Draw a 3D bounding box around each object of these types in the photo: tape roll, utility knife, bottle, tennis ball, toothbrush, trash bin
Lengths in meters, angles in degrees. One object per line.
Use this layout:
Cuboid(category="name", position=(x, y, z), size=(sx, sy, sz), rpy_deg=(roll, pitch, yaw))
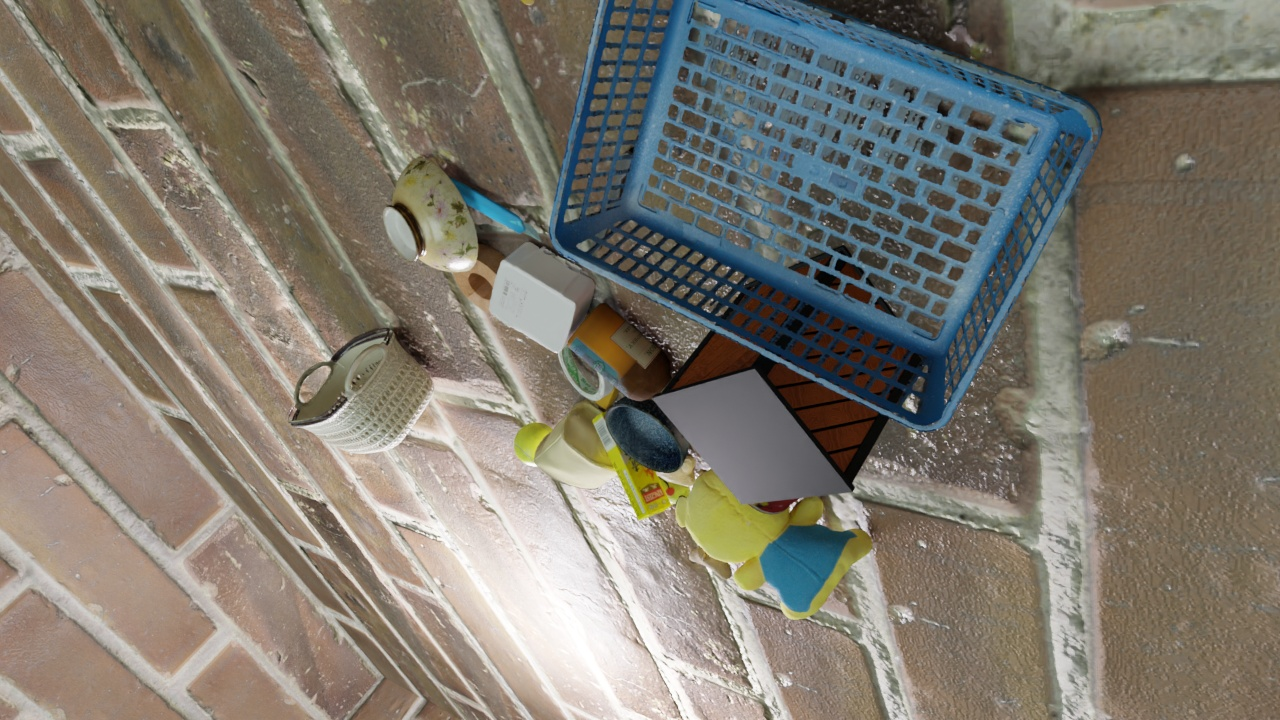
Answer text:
Cuboid(category="tape roll", position=(-0.194, -0.102, 1.166), size=(0.094, 0.027, 0.094), rpy_deg=(26, 144, 20))
Cuboid(category="utility knife", position=(-0.183, -0.181, 1.070), size=(0.175, 0.015, 0.031), rpy_deg=(33, 149, 21))
Cuboid(category="bottle", position=(-0.006, 0.006, 1.074), size=(0.157, 0.067, 0.068), rpy_deg=(40, 147, -1))
Cuboid(category="tennis ball", position=(-0.154, 0.124, 1.358), size=(0.065, 0.065, 0.065), rpy_deg=(26, 144, 20))
Cuboid(category="tape roll", position=(-0.070, 0.006, 1.157), size=(0.094, 0.018, 0.094), rpy_deg=(36, 143, 33))
Cuboid(category="toothbrush", position=(-0.030, -0.162, 0.950), size=(0.013, 0.013, 0.168), rpy_deg=(37, 148, 5))
Cuboid(category="trash bin", position=(0.139, 0.017, 0.849), size=(0.139, 0.171, 0.140), rpy_deg=(50, 145, -15))

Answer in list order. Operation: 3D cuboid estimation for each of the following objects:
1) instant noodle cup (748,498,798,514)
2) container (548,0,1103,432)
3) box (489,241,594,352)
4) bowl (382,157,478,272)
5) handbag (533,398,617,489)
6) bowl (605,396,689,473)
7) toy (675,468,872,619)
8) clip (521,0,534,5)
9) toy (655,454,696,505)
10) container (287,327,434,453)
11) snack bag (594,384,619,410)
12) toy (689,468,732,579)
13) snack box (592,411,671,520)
Cuboid(category="instant noodle cup", position=(0.169, 0.107, 1.004), size=(0.100, 0.100, 0.113), rpy_deg=(46, 139, -9))
Cuboid(category="container", position=(0.121, -0.138, 0.704), size=(0.362, 0.089, 0.258), rpy_deg=(28, 122, 17))
Cuboid(category="box", position=(-0.108, -0.088, 1.095), size=(0.107, 0.095, 0.103), rpy_deg=(30, 134, 6))
Cuboid(category="bowl", position=(-0.262, -0.163, 1.098), size=(0.145, 0.063, 0.145), rpy_deg=(36, 142, 34))
Cuboid(category="handbag", position=(-0.076, 0.125, 1.277), size=(0.111, 0.081, 0.120), rpy_deg=(36, 146, -7))
Cuboid(category="bowl", position=(0.019, 0.080, 1.142), size=(0.114, 0.060, 0.115), rpy_deg=(27, 144, 22))
Cuboid(category="toy", position=(0.151, 0.200, 1.088), size=(0.214, 0.149, 0.084), rpy_deg=(41, 177, 12))
Cuboid(category="clip", position=(-0.080, -0.332, 0.793), size=(0.047, 0.046, 0.054), rpy_deg=(67, 154, 24))
Cuboid(category="toy", position=(0.036, 0.146, 1.217), size=(0.092, 0.043, 0.118), rpy_deg=(49, 144, 6))
Cuboid(category="container", position=(-0.446, 0.055, 1.471), size=(0.143, 0.184, 0.252), rpy_deg=(42, 150, -26))
Cuboid(category="snack bag", position=(-0.039, 0.034, 1.181), size=(0.026, 0.020, 0.099), rpy_deg=(39, 147, 11))
Cuboid(category="toy", position=(0.111, 0.220, 1.184), size=(0.134, 0.108, 0.106), rpy_deg=(27, 165, 19))
Cuboid(category="snack box", position=(-0.012, 0.133, 1.198), size=(0.029, 0.040, 0.148), rpy_deg=(-41, 71, 53))
